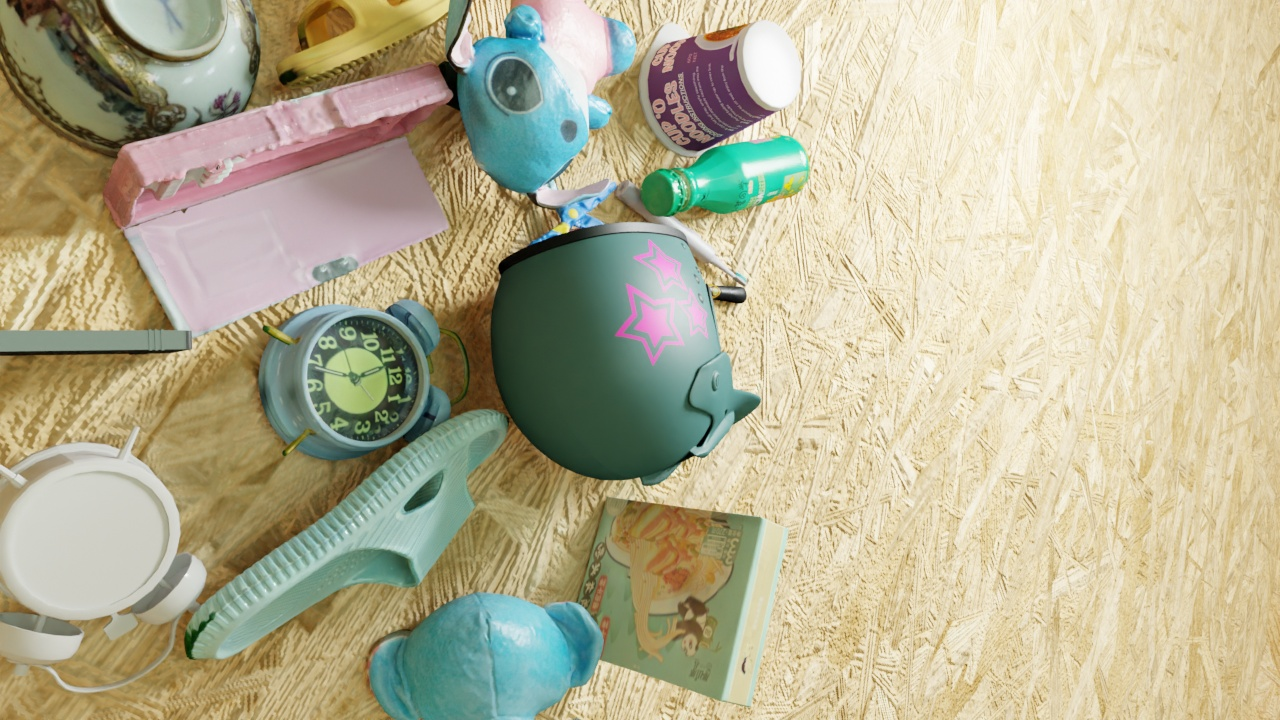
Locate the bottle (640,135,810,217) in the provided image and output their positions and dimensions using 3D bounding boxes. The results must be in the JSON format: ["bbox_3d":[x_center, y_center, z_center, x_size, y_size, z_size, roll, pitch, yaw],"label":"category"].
[{"bbox_3d":[0.086,-0.183,0.924,0.209,0.068,0.068,-21,101,-42],"label":"bottle"}]

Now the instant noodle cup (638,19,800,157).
[{"bbox_3d":[0.082,-0.280,0.896,0.121,0.122,0.137,-16,98,-40],"label":"instant noodle cup"}]

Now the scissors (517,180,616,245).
[{"bbox_3d":[-0.068,-0.135,0.819,0.125,0.016,0.123,-40,100,-33],"label":"scissors"}]

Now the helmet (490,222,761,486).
[{"bbox_3d":[-0.005,0.005,0.773,0.274,0.177,0.200,-5,79,-63],"label":"helmet"}]

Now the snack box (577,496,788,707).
[{"bbox_3d":[0.027,0.197,0.779,0.044,0.194,0.141,28,71,-38],"label":"snack box"}]

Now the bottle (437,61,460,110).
[{"bbox_3d":[-0.119,-0.214,0.782,0.122,0.033,0.033,18,76,-39],"label":"bottle"}]

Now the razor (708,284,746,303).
[{"bbox_3d":[0.059,-0.071,0.935,0.144,0.021,0.044,2,87,-42],"label":"razor"}]

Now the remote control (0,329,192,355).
[{"bbox_3d":[-0.351,-0.011,0.558,0.133,0.058,0.013,-1,88,-41],"label":"remote control"}]

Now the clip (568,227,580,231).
[{"bbox_3d":[-0.056,-0.106,0.838,0.059,0.023,0.045,-1,92,-39],"label":"clip"}]

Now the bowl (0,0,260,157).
[{"bbox_3d":[-0.311,-0.214,0.579,0.159,0.094,0.160,3,86,-41],"label":"bowl"}]

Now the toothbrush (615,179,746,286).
[{"bbox_3d":[0.047,-0.123,0.927,0.188,0.018,0.019,33,66,-34],"label":"toothbrush"}]

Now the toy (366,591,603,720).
[{"bbox_3d":[-0.114,0.272,0.717,0.183,0.115,0.180,-6,73,-18],"label":"toy"}]

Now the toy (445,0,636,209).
[{"bbox_3d":[-0.082,-0.233,0.724,0.224,0.099,0.191,51,54,-50],"label":"toy"}]

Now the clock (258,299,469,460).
[{"bbox_3d":[-0.201,0.012,0.685,0.161,0.060,0.118,-13,95,-44],"label":"clock"}]

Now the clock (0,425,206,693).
[{"bbox_3d":[-0.339,0.125,0.566,0.119,0.061,0.159,-16,103,-40],"label":"clock"}]

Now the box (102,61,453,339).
[{"bbox_3d":[-0.229,-0.115,0.645,0.231,0.107,0.115,-32,99,-38],"label":"box"}]

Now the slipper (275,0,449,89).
[{"bbox_3d":[-0.182,-0.285,0.692,0.262,0.100,0.078,-48,115,-36],"label":"slipper"}]

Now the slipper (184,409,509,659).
[{"bbox_3d":[-0.188,0.129,0.657,0.069,0.116,0.275,44,58,13],"label":"slipper"}]
